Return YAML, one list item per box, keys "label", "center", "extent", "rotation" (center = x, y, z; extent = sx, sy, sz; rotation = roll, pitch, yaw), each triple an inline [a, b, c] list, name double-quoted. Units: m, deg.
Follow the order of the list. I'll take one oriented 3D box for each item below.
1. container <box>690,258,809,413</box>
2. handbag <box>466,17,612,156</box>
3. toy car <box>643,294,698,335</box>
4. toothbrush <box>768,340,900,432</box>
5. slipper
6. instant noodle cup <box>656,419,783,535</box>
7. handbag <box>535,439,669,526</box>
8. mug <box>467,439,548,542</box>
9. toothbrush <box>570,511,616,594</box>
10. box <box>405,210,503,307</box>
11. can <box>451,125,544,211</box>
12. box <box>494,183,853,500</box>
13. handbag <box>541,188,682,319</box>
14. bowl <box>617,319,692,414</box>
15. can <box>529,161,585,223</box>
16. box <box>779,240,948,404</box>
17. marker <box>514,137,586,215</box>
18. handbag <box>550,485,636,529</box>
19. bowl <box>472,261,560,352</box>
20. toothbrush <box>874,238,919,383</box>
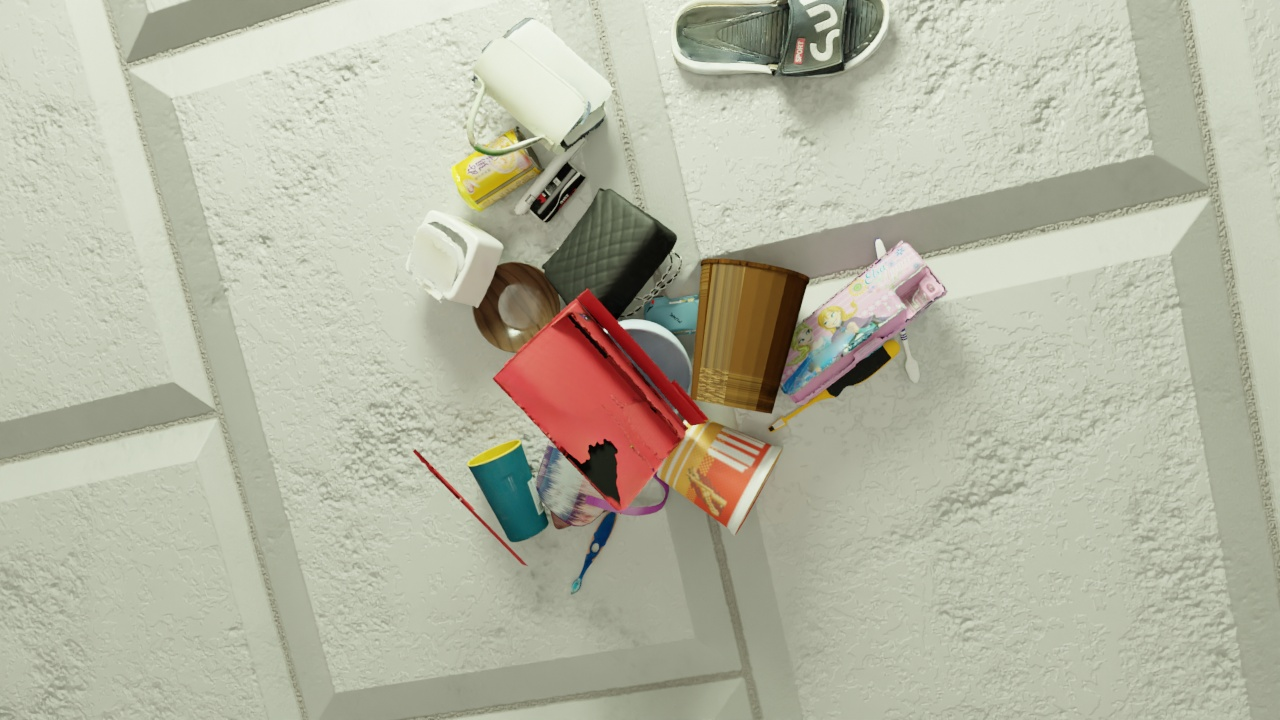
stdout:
- label: "container"
  center: [0.123, -0.027, 1.108]
  extent: [0.132, 0.132, 0.167]
  rotation: [10, 89, 8]
- label: "handbag"
  center: [-0.139, -0.316, 1.117]
  extent: [0.151, 0.074, 0.175]
  rotation: [43, 71, 2]
- label: "toy car"
  center: [0.056, -0.057, 1.182]
  extent: [0.108, 0.027, 0.060]
  rotation: [-6, 96, 10]
- label: "toothbrush"
  center: [0.244, 0.035, 1.164]
  extent: [0.197, 0.030, 0.031]
  rotation: [-36, 78, 16]
- label: "slipper"
  center: [0.165, -0.396, 1.102]
  extent: [0.264, 0.063, 0.111]
  rotation: [3, 98, 12]
- label: "instant noodle cup"
  center: [0.096, 0.136, 1.161]
  extent: [0.121, 0.123, 0.123]
  rotation: [29, 101, 12]
- label: "handbag"
  center: [-0.045, 0.154, 1.206]
  extent: [0.170, 0.068, 0.144]
  rotation: [17, 80, 1]
- label: "mug"
  center: [-0.172, 0.177, 1.231]
  extent: [0.078, 0.078, 0.121]
  rotation: [-21, 99, 11]
- label: "toothbrush"
  center: [-0.065, 0.262, 1.251]
  extent: [0.021, 0.017, 0.135]
  rotation: [27, 101, 2]
- label: "box"
  center: [-0.256, -0.132, 1.172]
  extent: [0.108, 0.101, 0.102]
  rotation: [33, 102, 31]
- label: "can"
  center: [-0.184, -0.245, 1.176]
  extent: [0.105, 0.067, 0.067]
  rotation: [-30, 92, 12]
- label: "box"
  center: [0.021, -0.006, 0.996]
  extent: [0.213, 0.127, 0.427]
  rotation: [49, 136, -6]
- label: "handbag"
  center: [-0.036, -0.131, 1.171]
  extent: [0.125, 0.114, 0.154]
  rotation: [45, 107, 27]
- label: "bowl"
  center: [-0.007, 0.007, 1.167]
  extent: [0.150, 0.074, 0.151]
  rotation: [2, 122, 3]
- label: "can"
  center: [-0.107, -0.217, 1.185]
  extent: [0.031, 0.031, 0.080]
  rotation: [42, 102, 2]
- label: "box"
  center: [0.254, -0.044, 1.117]
  extent: [0.231, 0.063, 0.084]
  rotation: [-40, 73, 17]
- label: "marker"
  center: [-0.118, -0.241, 1.192]
  extent: [0.020, 0.017, 0.134]
  rotation: [33, 105, -34]
- label: "handbag"
  center: [-0.063, 0.190, 1.239]
  extent: [0.120, 0.029, 0.055]
  rotation: [-14, 91, 6]
- label: "bowl"
  center: [-0.160, -0.071, 1.214]
  extent: [0.119, 0.032, 0.119]
  rotation: [1, 98, 9]
- label: "toothbrush"
  center: [0.319, -0.062, 1.144]
  extent: [0.015, 0.016, 0.186]
  rotation: [-15, 93, 11]
